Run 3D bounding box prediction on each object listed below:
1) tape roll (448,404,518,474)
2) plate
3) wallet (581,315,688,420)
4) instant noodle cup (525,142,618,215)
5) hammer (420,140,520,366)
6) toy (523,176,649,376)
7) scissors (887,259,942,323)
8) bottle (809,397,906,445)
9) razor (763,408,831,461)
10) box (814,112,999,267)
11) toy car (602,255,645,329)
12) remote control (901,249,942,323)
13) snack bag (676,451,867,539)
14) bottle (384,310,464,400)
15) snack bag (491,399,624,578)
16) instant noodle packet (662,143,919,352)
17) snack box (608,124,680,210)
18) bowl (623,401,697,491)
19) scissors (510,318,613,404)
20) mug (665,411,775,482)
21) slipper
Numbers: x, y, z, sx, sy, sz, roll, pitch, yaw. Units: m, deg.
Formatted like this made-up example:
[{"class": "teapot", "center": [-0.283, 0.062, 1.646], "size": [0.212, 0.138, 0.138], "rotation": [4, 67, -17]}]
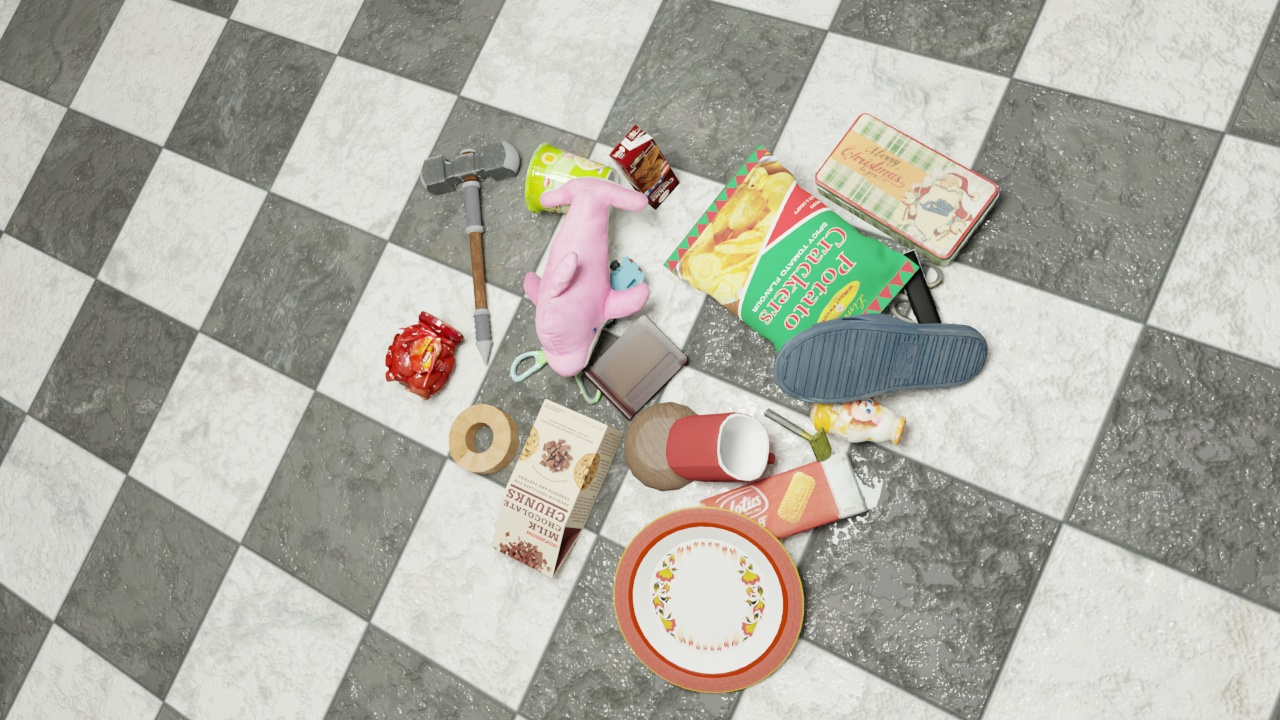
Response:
[{"class": "tape roll", "center": [-0.216, 0.108, 1.261], "size": [0.094, 0.027, 0.094], "rotation": [-4, 77, 16]}, {"class": "plate", "center": [0.081, 0.287, 1.110], "size": [0.230, 0.021, 0.230], "rotation": [1, 95, 11]}, {"class": "wallet", "center": [-0.007, 0.007, 1.214], "size": [0.115, 0.018, 0.091], "rotation": [-45, 86, 5]}, {"class": "instant noodle cup", "center": [-0.092, -0.243, 1.272], "size": [0.108, 0.099, 0.099], "rotation": [14, 82, 12]}, {"class": "hammer", "center": [-0.236, -0.151, 1.322], "size": [0.156, 0.043, 0.322], "rotation": [-10, 78, 15]}, {"class": "toy", "center": [-0.085, -0.113, 1.179], "size": [0.187, 0.127, 0.265], "rotation": [8, 87, 20]}, {"class": "scissors", "center": [0.299, -0.101, 1.157], "size": [0.169, 0.012, 0.133], "rotation": [40, 97, 22]}, {"class": "bottle", "center": [0.262, 0.069, 1.104], "size": [0.108, 0.063, 0.063], "rotation": [17, 83, 19]}, {"class": "razor", "center": [0.189, 0.084, 1.126], "size": [0.026, 0.042, 0.106], "rotation": [-41, 38, -14]}, {"class": "box", "center": [0.331, -0.215, 1.154], "size": [0.205, 0.050, 0.117], "rotation": [39, 90, 22]}, {"class": "toy car", "center": [-0.035, -0.091, 1.246], "size": [0.060, 0.027, 0.108], "rotation": [47, 106, 14]}, {"class": "remote control", "center": [0.343, -0.075, 1.123], "size": [0.028, 0.011, 0.124], "rotation": [-21, 79, 16]}, {"class": "snack bag", "center": [0.157, 0.182, 1.124], "size": [0.225, 0.041, 0.077], "rotation": [-20, 74, 11]}, {"class": "bottle", "center": [-0.304, -0.006, 1.275], "size": [0.099, 0.099, 0.111], "rotation": [28, 81, 21]}, {"class": "snack bag", "center": [-0.113, 0.167, 1.194], "size": [0.094, 0.070, 0.206], "rotation": [22, 85, 20]}, {"class": "instant noodle packet", "center": [0.183, -0.118, 1.149], "size": [0.253, 0.090, 0.196], "rotation": [41, 100, 12]}, {"class": "snack box", "center": [0.007, -0.252, 1.212], "size": [0.032, 0.141, 0.051], "rotation": [43, 92, 21]}, {"class": "bowl", "center": [0.030, 0.109, 1.184], "size": [0.118, 0.030, 0.117], "rotation": [-4, 77, 16]}, {"class": "scissors", "center": [-0.106, -0.013, 1.252], "size": [0.172, 0.021, 0.171], "rotation": [-34, 75, 21]}, {"class": "mug", "center": [0.106, 0.111, 1.123], "size": [0.097, 0.116, 0.080], "rotation": [-10, 66, 54]}, {"class": "slipper", "center": [0.276, -0.015, 1.085], "size": [0.263, 0.082, 0.101], "rotation": [-3, 118, -12]}]
